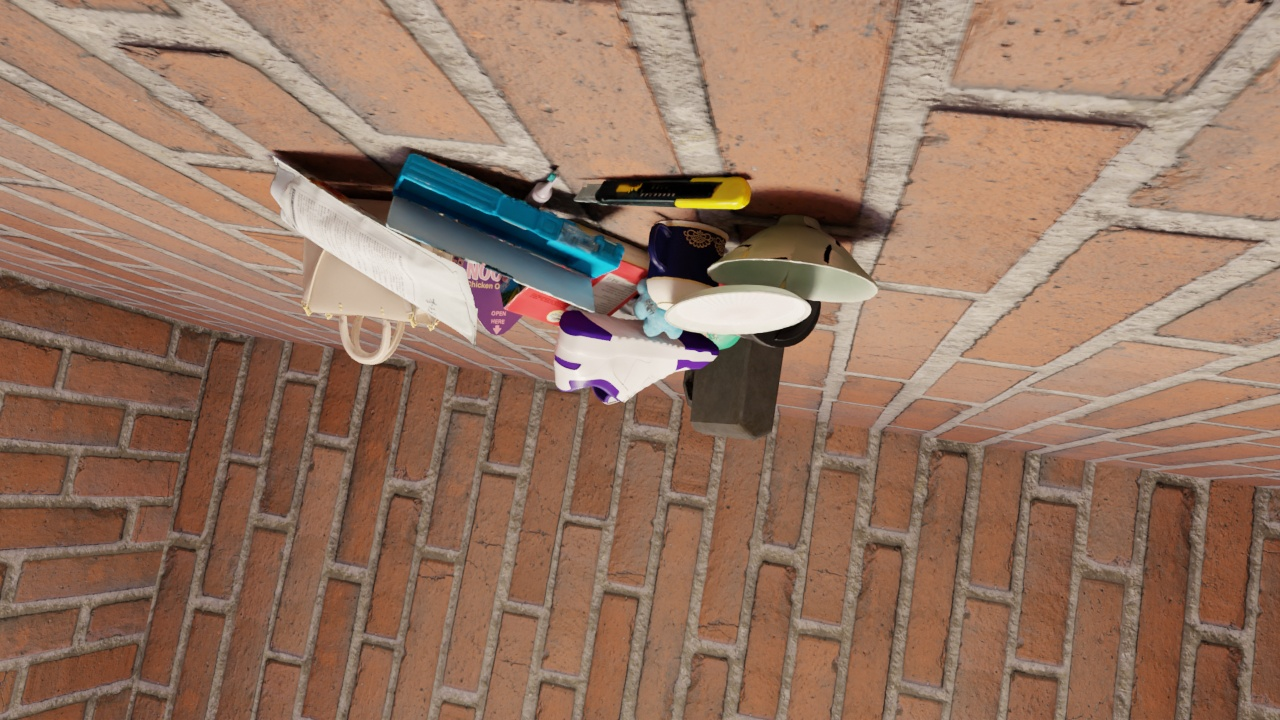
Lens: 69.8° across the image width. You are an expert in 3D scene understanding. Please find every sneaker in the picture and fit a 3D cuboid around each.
[{"bbox_3d":[-0.007,0.007,1.198,0.243,0.111,0.092,5,-155,-33],"label":"sneaker"}]

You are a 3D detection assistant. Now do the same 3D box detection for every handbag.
[{"bbox_3d":[-0.331,-0.095,1.134,0.195,0.198,0.101,7,180,20],"label":"handbag"},{"bbox_3d":[0.143,0.028,1.511,0.102,0.197,0.200,14,172,-35],"label":"handbag"}]

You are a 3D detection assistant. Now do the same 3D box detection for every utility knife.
[{"bbox_3d":[0.016,-0.159,0.872,0.188,0.028,0.020,5,168,30],"label":"utility knife"}]

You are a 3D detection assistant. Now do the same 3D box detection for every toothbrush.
[{"bbox_3d":[-0.111,-0.172,0.974,0.019,0.018,0.188,17,171,-17],"label":"toothbrush"}]

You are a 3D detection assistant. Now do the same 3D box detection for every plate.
[{"bbox_3d":[0.104,-0.054,0.986,0.157,0.014,0.157,-1,167,0],"label":"plate"}]

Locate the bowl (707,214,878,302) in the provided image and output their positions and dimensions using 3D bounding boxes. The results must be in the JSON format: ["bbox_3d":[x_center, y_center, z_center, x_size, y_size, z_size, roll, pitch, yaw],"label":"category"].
[{"bbox_3d":[0.155,-0.109,0.926,0.174,0.068,0.174,8,175,1],"label":"bowl"}]

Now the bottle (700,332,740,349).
[{"bbox_3d":[0.121,-0.051,1.417,0.068,0.068,0.210,14,164,-32],"label":"bottle"}]

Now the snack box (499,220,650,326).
[{"bbox_3d":[-0.077,-0.099,1.148,0.142,0.040,0.145,16,137,-43],"label":"snack box"}]

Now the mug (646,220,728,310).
[{"bbox_3d":[0.042,-0.104,1.022,0.086,0.089,0.111,4,171,39],"label":"mug"}]

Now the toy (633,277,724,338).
[{"bbox_3d":[0.046,-0.081,1.115,0.133,0.092,0.062,-35,157,24],"label":"toy"}]

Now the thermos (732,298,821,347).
[{"bbox_3d":[0.131,-0.071,1.163,0.105,0.106,0.219,12,178,-21],"label":"thermos"}]

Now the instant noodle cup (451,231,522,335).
[{"bbox_3d":[-0.213,-0.111,1.197,0.121,0.137,0.122,0,-168,-42],"label":"instant noodle cup"}]

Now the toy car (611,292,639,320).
[{"bbox_3d":[-0.018,-0.060,1.291,0.094,0.071,0.192,10,133,-1],"label":"toy car"}]

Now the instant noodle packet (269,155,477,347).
[{"bbox_3d":[-0.289,-0.125,1.018,0.269,0.057,0.147,31,154,14],"label":"instant noodle packet"}]

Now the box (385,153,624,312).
[{"bbox_3d":[-0.149,-0.127,0.982,0.243,0.085,0.092,22,169,-19],"label":"box"}]
